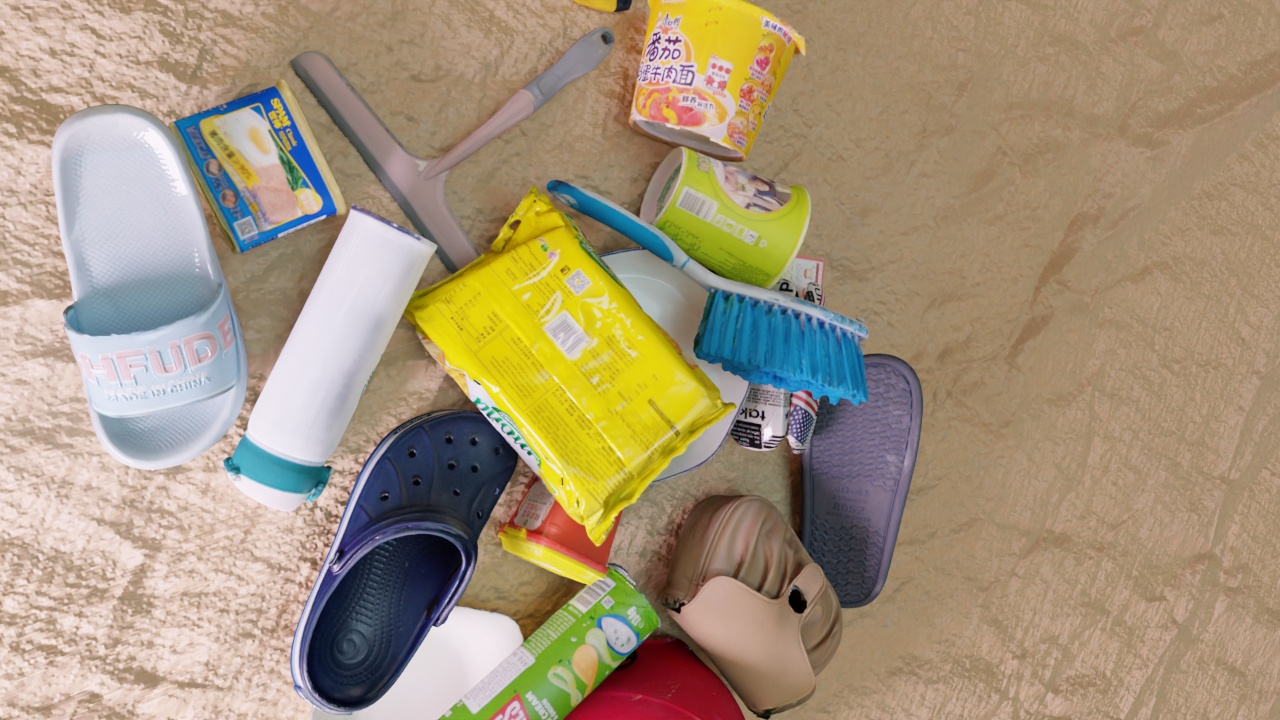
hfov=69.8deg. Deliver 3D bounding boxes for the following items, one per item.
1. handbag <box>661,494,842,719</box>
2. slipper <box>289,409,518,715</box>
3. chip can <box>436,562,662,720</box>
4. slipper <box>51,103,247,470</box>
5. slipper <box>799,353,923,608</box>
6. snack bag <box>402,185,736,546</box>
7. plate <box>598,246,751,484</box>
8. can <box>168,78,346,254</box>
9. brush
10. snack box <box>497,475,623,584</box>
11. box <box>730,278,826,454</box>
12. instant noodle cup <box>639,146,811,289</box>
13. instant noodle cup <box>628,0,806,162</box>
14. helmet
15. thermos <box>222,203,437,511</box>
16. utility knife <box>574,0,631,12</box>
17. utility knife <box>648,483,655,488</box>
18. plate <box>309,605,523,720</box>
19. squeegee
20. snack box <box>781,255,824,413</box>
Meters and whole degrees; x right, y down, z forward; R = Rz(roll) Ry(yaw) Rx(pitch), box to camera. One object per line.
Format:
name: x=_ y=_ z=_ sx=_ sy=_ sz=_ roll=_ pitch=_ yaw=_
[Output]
handbag: x=0.113 y=0.228 z=0.865 sx=0.204 sy=0.100 sz=0.147 roll=53 pitch=54 yaw=-21
slipper: x=-0.174 y=0.139 z=0.689 sx=0.105 sy=0.095 sz=0.252 roll=39 pitch=62 yaw=-24
chip can: x=-0.088 y=0.266 z=0.739 sx=0.235 sy=0.072 sz=0.072 roll=-39 pitch=111 yaw=-24
slipper: x=-0.323 y=-0.040 z=0.602 sx=0.104 sy=0.074 sz=0.246 roll=-9 pitch=111 yaw=-21
slipper: x=0.216 y=0.117 z=0.932 sx=0.111 sy=0.083 sz=0.268 roll=8 pitch=106 yaw=13
snack bag: x=-0.055 y=-0.001 z=0.713 sx=0.158 sy=0.068 sz=0.246 roll=-41 pitch=87 yaw=-8
plate: x=-0.005 y=0.005 z=0.799 sx=0.204 sy=0.046 sz=0.204 roll=2 pitch=85 yaw=-18
can: x=-0.272 y=-0.136 z=0.654 sx=0.083 sy=0.057 sz=0.102 roll=-28 pitch=107 yaw=-21
brush: x=0.058 y=-0.053 z=0.777 sx=0.314 sy=0.061 sz=0.109 roll=17 pitch=78 yaw=-14
snack box: x=-0.065 y=0.136 z=0.773 sx=0.082 sy=0.091 sz=0.080 roll=32 pitch=72 yaw=-28
box: x=0.137 y=0.006 z=0.864 sx=0.086 sy=0.076 sz=0.162 roll=8 pitch=87 yaw=-45
instant noodle cup: x=0.069 y=-0.130 z=0.819 sx=0.123 sy=0.112 sz=0.111 roll=23 pitch=83 yaw=-19
instant noodle cup: x=0.057 y=-0.239 z=0.787 sx=0.138 sy=0.138 sz=0.110 roll=15 pitch=94 yaw=-29
helmet: x=-0.002 y=0.358 z=0.797 sx=0.239 sy=0.144 sz=0.207 roll=4 pitch=94 yaw=-28
thermos: x=-0.226 y=0.002 z=0.673 sx=0.073 sy=0.073 sz=0.224 roll=26 pitch=90 yaw=-28
utility knife: x=-0.094 y=-0.328 z=0.758 sx=0.201 sy=0.015 sz=0.033 roll=8 pitch=88 yaw=-29
utility knife: x=0.046 y=0.034 z=0.847 sx=0.029 sy=0.013 sz=0.182 roll=37 pitch=75 yaw=-25
plate: x=-0.185 y=0.275 z=0.748 sx=0.163 sy=0.034 sz=0.164 roll=15 pitch=86 yaw=-29
squeegee: x=-0.103 y=-0.206 z=0.752 sx=0.249 sy=0.040 sz=0.248 roll=-44 pitch=113 yaw=-20
snack box: x=0.137 y=-0.027 z=0.905 sx=0.077 sy=0.027 sz=0.156 roll=5 pitch=92 yaw=-29
